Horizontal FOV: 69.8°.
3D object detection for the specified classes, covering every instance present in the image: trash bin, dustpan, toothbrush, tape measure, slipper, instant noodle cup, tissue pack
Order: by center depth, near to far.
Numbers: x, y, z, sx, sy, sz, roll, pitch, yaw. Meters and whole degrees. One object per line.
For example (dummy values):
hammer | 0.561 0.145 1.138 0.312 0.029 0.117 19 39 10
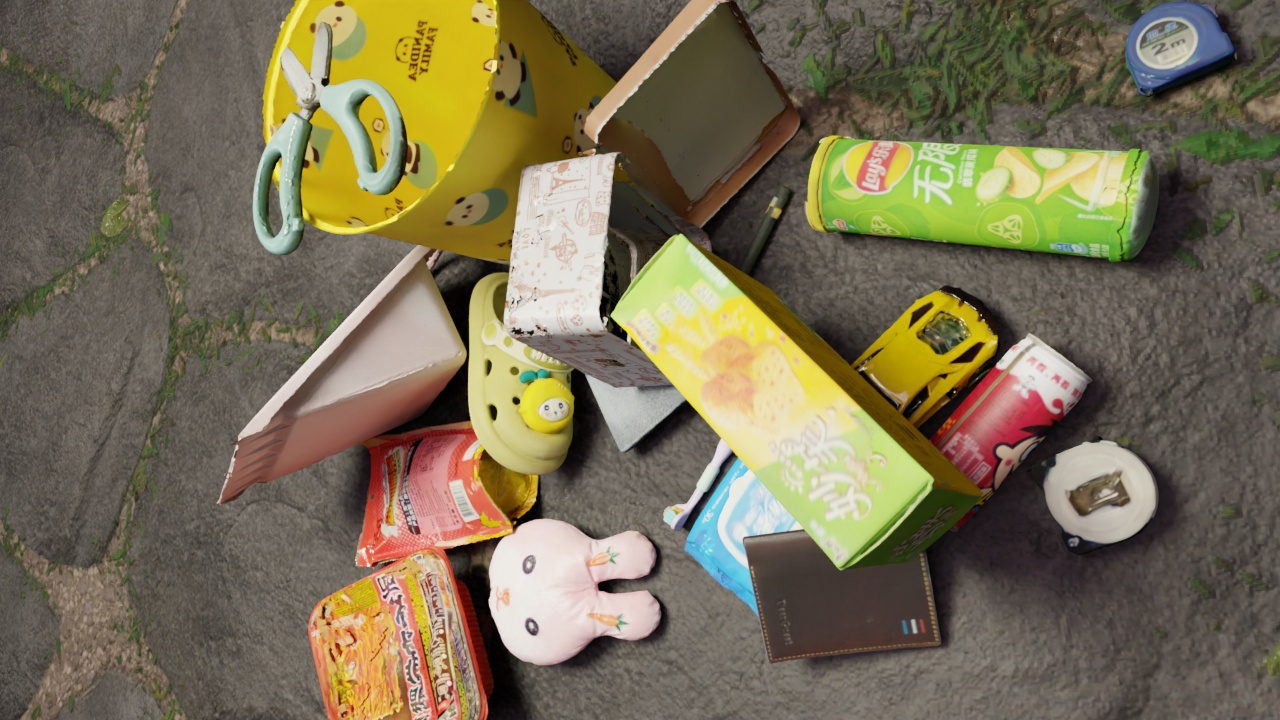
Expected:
tape measure | 0.291 0.084 0.583 0.066 0.033 0.065 -31 70 25
tape measure | 0.346 -0.204 0.596 0.058 0.025 0.054 -21 71 23
tissue pack | 0.105 0.109 0.682 0.095 0.052 0.157 39 104 29
toothbrush | 0.073 0.053 0.730 0.021 0.029 0.189 29 99 -10
trash bin | -0.124 -0.184 0.744 0.230 0.255 0.229 -5 80 31
toothbrush | 0.077 -0.055 0.746 0.012 0.017 0.186 30 97 33
slipper | -0.099 0.001 0.794 0.082 0.091 0.190 -34 60 46
dustpan | -0.273 -0.004 0.824 0.223 0.272 0.139 -37 79 53
instant noodle cup | -0.211 0.273 0.836 0.189 0.079 0.164 -28 69 24

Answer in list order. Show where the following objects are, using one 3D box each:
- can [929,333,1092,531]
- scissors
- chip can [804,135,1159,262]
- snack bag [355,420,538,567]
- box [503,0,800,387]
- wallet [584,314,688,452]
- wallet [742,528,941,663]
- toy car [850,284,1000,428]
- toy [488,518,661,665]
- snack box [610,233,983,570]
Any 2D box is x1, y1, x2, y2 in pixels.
can | 0.234 0.048 0.611 0.053 0.053 0.133 45 106 28
scissors | -0.211 -0.156 0.632 0.179 0.019 0.172 6 84 32
chip can | 0.228 -0.113 0.628 0.222 0.072 0.072 11 89 32
snack bag | -0.194 0.120 0.861 0.208 0.073 0.128 -16 70 34
box | 0.011 -0.113 0.677 0.124 0.178 0.274 23 87 30
wallet | -0.005 0.005 0.775 0.097 0.019 0.120 -42 56 26
wallet | 0.140 0.160 0.638 0.122 0.020 0.096 -10 98 11
toy car | 0.180 0.016 0.639 0.156 0.041 0.071 -41 62 0
toy | -0.060 0.191 0.774 0.160 0.054 0.121 -13 74 22
snack box | 0.098 0.028 0.564 0.070 0.157 0.210 -48 62 13
